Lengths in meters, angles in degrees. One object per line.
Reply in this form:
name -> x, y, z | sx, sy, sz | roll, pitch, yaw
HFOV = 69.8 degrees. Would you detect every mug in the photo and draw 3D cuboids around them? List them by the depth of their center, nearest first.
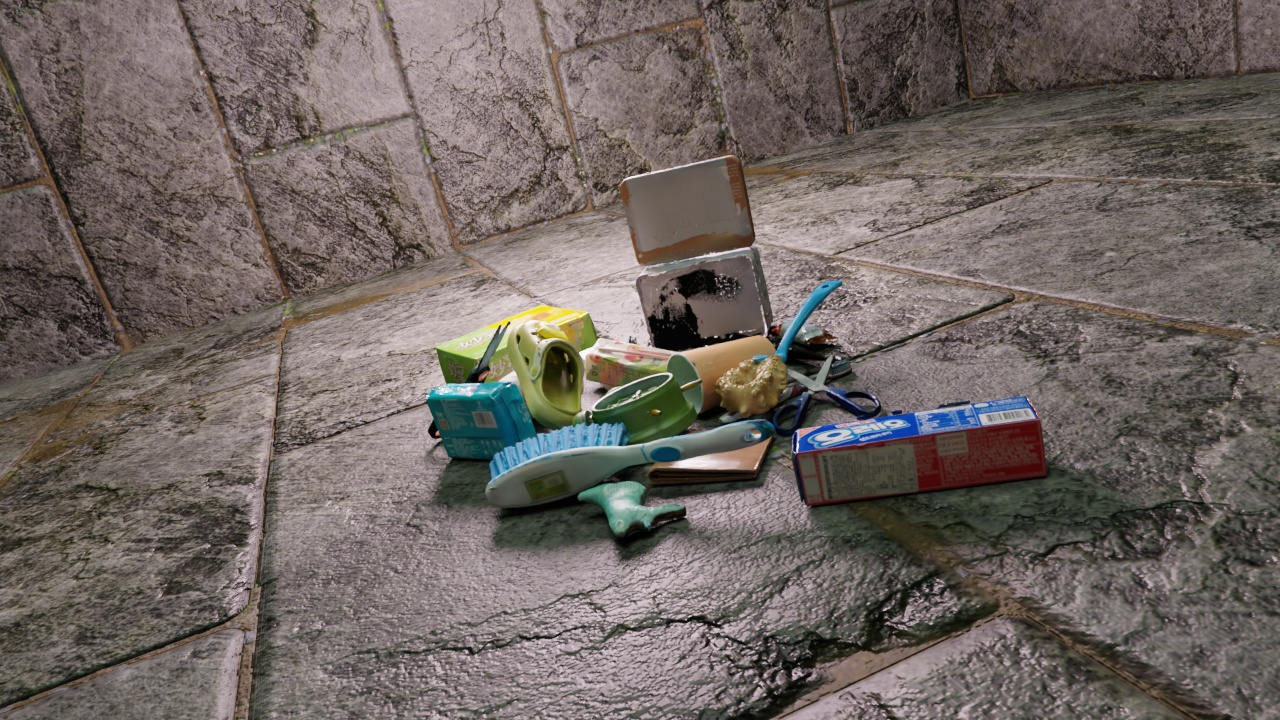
mug -> 0.102, 0.013, 1.110 | 0.122, 0.078, 0.078 | -17, 17, -27

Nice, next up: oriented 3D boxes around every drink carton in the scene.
drink carton -> -0.007, 0.007, 1.194 | 0.123, 0.046, 0.053 | 11, 36, 20

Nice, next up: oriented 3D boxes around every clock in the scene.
clock -> -0.012, 0.063, 1.044 | 0.162, 0.056, 0.115 | -16, 11, 39

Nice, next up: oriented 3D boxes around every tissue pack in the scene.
tissue pack -> -0.197, 0.073, 1.121 | 0.134, 0.093, 0.050 | -2, 25, 33

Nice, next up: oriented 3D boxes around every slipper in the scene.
slipper -> -0.107, 0.009, 1.170 | 0.082, 0.091, 0.190 | -49, 39, 25

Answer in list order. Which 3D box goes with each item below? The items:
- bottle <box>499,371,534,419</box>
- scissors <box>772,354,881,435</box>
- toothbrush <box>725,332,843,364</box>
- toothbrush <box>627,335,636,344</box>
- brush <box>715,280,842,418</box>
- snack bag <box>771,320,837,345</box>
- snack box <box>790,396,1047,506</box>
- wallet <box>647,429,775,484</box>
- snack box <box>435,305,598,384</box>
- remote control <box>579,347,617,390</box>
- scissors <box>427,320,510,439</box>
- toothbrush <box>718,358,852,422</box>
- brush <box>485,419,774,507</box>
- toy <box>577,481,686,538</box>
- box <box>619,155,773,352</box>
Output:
bottle -> -0.145, 0.038, 1.241 | 0.068, 0.068, 0.196 | -5, 16, 29
scissors -> 0.200, 0.037, 1.024 | 0.162, 0.012, 0.175 | -34, 31, -33
toothbrush -> 0.187, -0.012, 1.195 | 0.213, 0.027, 0.026 | 14, 77, 55
toothbrush -> -0.011, -0.006, 1.356 | 0.016, 0.014, 0.189 | 9, 18, -4
brush -> 0.171, -0.022, 1.078 | 0.083, 0.046, 0.253 | 0, 39, 46
snack bag -> 0.220, -0.037, 1.243 | 0.045, 0.026, 0.105 | -11, 16, -21
snack box -> 0.240, 0.080, 0.808 | 0.208, 0.058, 0.057 | -10, 18, 14
wallet -> 0.076, 0.097, 0.953 | 0.115, 0.020, 0.101 | -4, 19, 22
snack box -> -0.194, -0.018, 1.442 | 0.209, 0.070, 0.158 | -24, 20, -30
remote control -> -0.037, 0.013, 1.264 | 0.056, 0.019, 0.135 | -19, 29, -21
scissors -> -0.217, 0.032, 1.164 | 0.148, 0.021, 0.235 | -39, -13, -23
toothbrush -> 0.171, 0.035, 1.070 | 0.187, 0.017, 0.016 | -20, 18, -20
brush -> -0.018, 0.094, 0.929 | 0.315, 0.060, 0.109 | -18, 16, 12
toy -> -0.008, 0.141, 0.869 | 0.096, 0.030, 0.092 | -9, 21, -7
box -> 0.079, -0.149, 1.315 | 0.177, 0.260, 0.082 | -9, 16, 17
